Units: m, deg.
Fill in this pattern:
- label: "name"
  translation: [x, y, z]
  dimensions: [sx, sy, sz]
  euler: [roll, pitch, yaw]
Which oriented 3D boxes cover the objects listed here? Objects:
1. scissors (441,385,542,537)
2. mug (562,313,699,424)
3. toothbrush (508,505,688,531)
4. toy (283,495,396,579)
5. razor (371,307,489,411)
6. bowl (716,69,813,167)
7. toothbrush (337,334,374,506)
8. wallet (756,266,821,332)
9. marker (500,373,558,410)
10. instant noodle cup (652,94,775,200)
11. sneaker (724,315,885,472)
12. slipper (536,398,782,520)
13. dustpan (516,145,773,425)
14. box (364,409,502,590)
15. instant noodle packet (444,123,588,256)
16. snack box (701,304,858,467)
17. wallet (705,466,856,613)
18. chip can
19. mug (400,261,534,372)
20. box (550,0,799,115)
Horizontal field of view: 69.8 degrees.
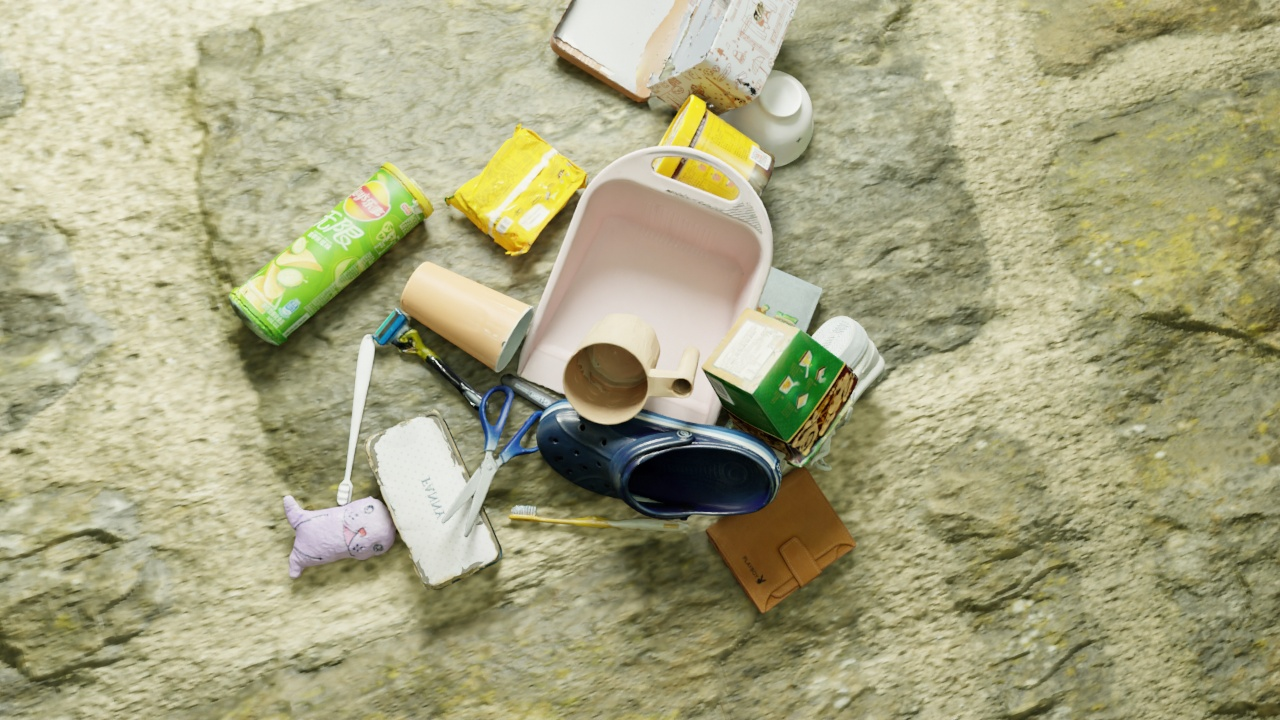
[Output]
- label: "scissors"
  translation: [-0.142, 0.105, 0.930]
  dimensions: [0.140, 0.012, 0.170]
  euler: [9, 63, -34]
- label: "mug"
  translation: [-0.005, 0.005, 0.903]
  dimensions: [0.125, 0.103, 0.084]
  euler: [2, 110, 8]
- label: "toothbrush"
  translation: [-0.043, 0.167, 0.968]
  dimensions: [0.191, 0.016, 0.018]
  euler: [5, 70, -7]
- label: "toy"
  translation: [-0.299, 0.169, 0.916]
  dimensions: [0.108, 0.039, 0.084]
  euler: [-6, 96, -9]
- label: "razor"
  translation: [-0.215, 0.004, 0.969]
  dimensions: [0.142, 0.022, 0.043]
  euler: [41, 103, -2]
- label: "bowl"
  translation: [0.151, -0.289, 1.053]
  dimensions: [0.118, 0.065, 0.118]
  euler: [1, 79, -7]
- label: "toothbrush"
  translation: [-0.295, 0.060, 0.950]
  dimensions: [0.016, 0.016, 0.180]
  euler: [7, 79, -8]
- label: "wallet"
  translation: [0.126, -0.060, 1.022]
  dimensions: [0.129, 0.037, 0.106]
  euler: [24, 77, -3]
- label: "marker"
  translation: [-0.095, 0.048, 0.982]
  dimensions: [0.124, 0.015, 0.018]
  euler: [29, 73, 0]
- label: "instant noodle cup"
  translation: [0.075, -0.210, 1.005]
  dimensions: [0.114, 0.119, 0.118]
  euler: [27, 77, -10]
- label: "sneaker"
  translation: [0.170, 0.069, 0.987]
  dimensions: [0.242, 0.089, 0.090]
  euler: [-49, 119, -3]
- label: "slipper"
  translation: [0.010, 0.110, 0.907]
  dimensions: [0.253, 0.095, 0.105]
  euler: [9, 116, 15]
- label: "dustpan"
  translation: [0.009, -0.069, 0.933]
  dimensions: [0.222, 0.139, 0.273]
  euler: [19, 84, 1]
- label: "box"
  translation: [-0.206, 0.147, 0.928]
  dimensions: [0.089, 0.059, 0.184]
  euler: [-22, 85, -10]
- label: "instant noodle packet"
  translation: [-0.133, -0.183, 1.003]
  dimensions: [0.111, 0.044, 0.128]
  euler: [38, 73, 7]
- label: "snack box"
  translation: [0.128, 0.017, 0.904]
  dimensions: [0.117, 0.118, 0.105]
  euler: [-53, 129, -7]
- label: "wallet"
  translation: [0.151, 0.191, 0.984]
  dimensions: [0.131, 0.031, 0.108]
  euler: [-32, 84, -11]
- label: "chip can"
  translation: [-0.319, -0.110, 0.949]
  dimensions: [0.072, 0.073, 0.221]
  euler: [45, 77, 2]
- label: "mug"
  translation: [-0.183, -0.050, 0.960]
  dimensions: [0.123, 0.078, 0.078]
  euler: [29, 77, 3]
- label: "box"
  translation: [0.048, -0.389, 1.007]
  dimensions: [0.226, 0.157, 0.180]
  euler: [28, 77, -12]
